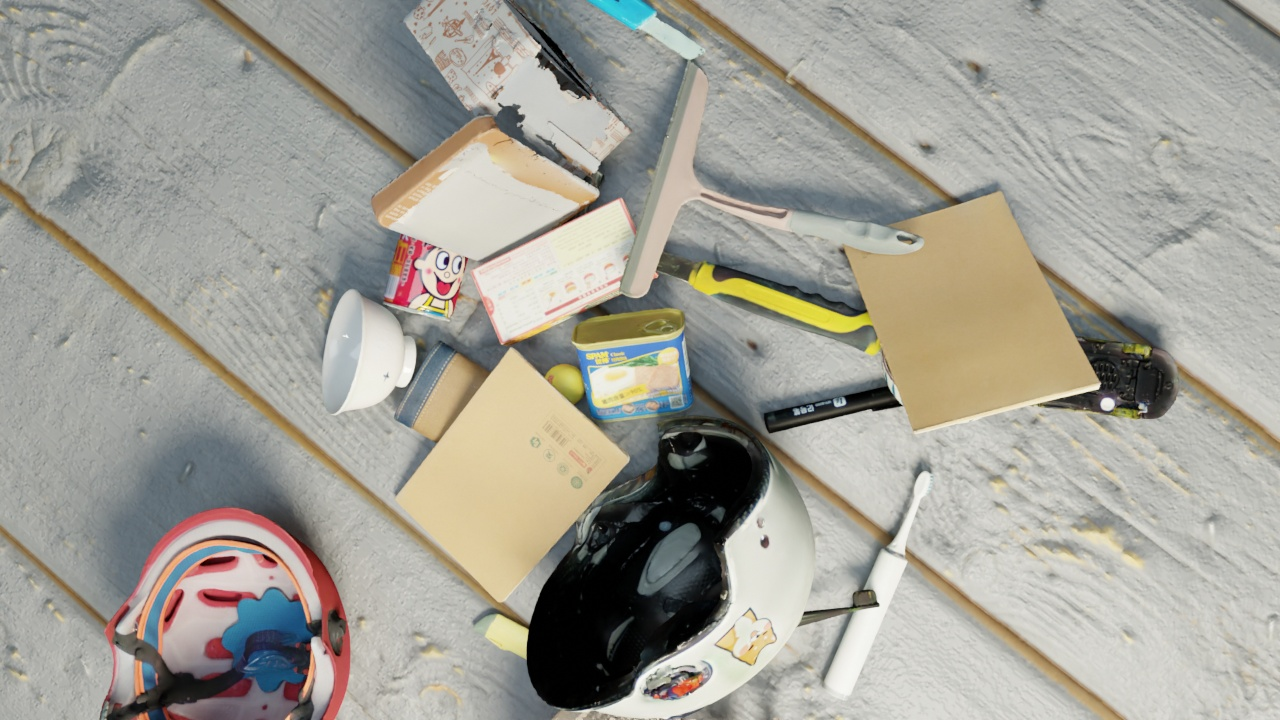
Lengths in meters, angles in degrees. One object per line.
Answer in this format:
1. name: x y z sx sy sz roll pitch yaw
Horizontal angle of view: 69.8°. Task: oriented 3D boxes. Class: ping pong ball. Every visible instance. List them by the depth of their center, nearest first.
1. ping pong ball: -0.071 0.023 0.862 0.040 0.040 0.040 0 89 6

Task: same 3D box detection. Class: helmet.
1. helmet: 0.044 0.191 0.778 0.157 0.230 0.274 34 97 -25
2. helmet: -0.360 0.262 0.843 0.207 0.144 0.239 0 75 5

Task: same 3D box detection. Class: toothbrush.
1. toothbrush: 0.220 0.204 0.838 0.027 0.026 0.221 24 92 40
2. toothbrush: 0.112 0.241 0.838 0.213 0.026 0.027 -16 79 11

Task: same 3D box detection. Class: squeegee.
1. squeegee: 0.131 -0.132 0.833 0.249 0.040 0.247 16 70 4

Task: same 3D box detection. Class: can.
1. can: -0.005 0.005 0.834 0.102 0.057 0.083 -7 117 6
2. can: -0.199 -0.089 0.864 0.066 0.066 0.094 15 91 6

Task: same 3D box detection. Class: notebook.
1. notebook: 0.274 -0.047 0.789 0.149 0.012 0.211 -15 57 6
2. notebook: -0.124 0.110 0.850 0.148 0.008 0.208 43 112 6

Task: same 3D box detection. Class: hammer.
1. hammer: 0.069 -0.072 0.854 0.323 0.032 0.126 20 91 5

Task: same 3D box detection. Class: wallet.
1. wallet: -0.167 0.046 0.878 0.115 0.033 0.090 30 95 5

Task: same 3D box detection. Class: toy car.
1. toy car: 0.390 0.014 0.813 0.158 0.042 0.070 9 91 10

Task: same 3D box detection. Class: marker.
1. marker: 0.180 0.045 0.848 0.132 0.020 0.022 -13 117 5

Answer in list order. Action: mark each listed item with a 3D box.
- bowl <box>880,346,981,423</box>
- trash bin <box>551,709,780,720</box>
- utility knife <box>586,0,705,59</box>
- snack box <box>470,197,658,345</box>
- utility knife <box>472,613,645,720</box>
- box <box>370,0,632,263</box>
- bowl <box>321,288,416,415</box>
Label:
1. bowl: 0.270 0.007 0.804 0.116 0.066 0.116 -7 58 10
2. trash bin: 0.004 0.393 0.778 0.192 0.227 0.227 10 90 18
3. utility knife: -0.025 -0.343 0.871 0.204 0.018 0.034 35 89 6
4. snack box: -0.070 -0.080 0.838 0.156 0.027 0.077 -24 84 8
5. utility knife: -0.066 0.297 0.870 0.206 0.021 0.031 29 96 11
6. box: -0.135 -0.194 0.798 0.194 0.183 0.157 -40 65 14
7. bowl: -0.251 -0.004 0.863 0.064 0.118 0.118 9 90 -34
